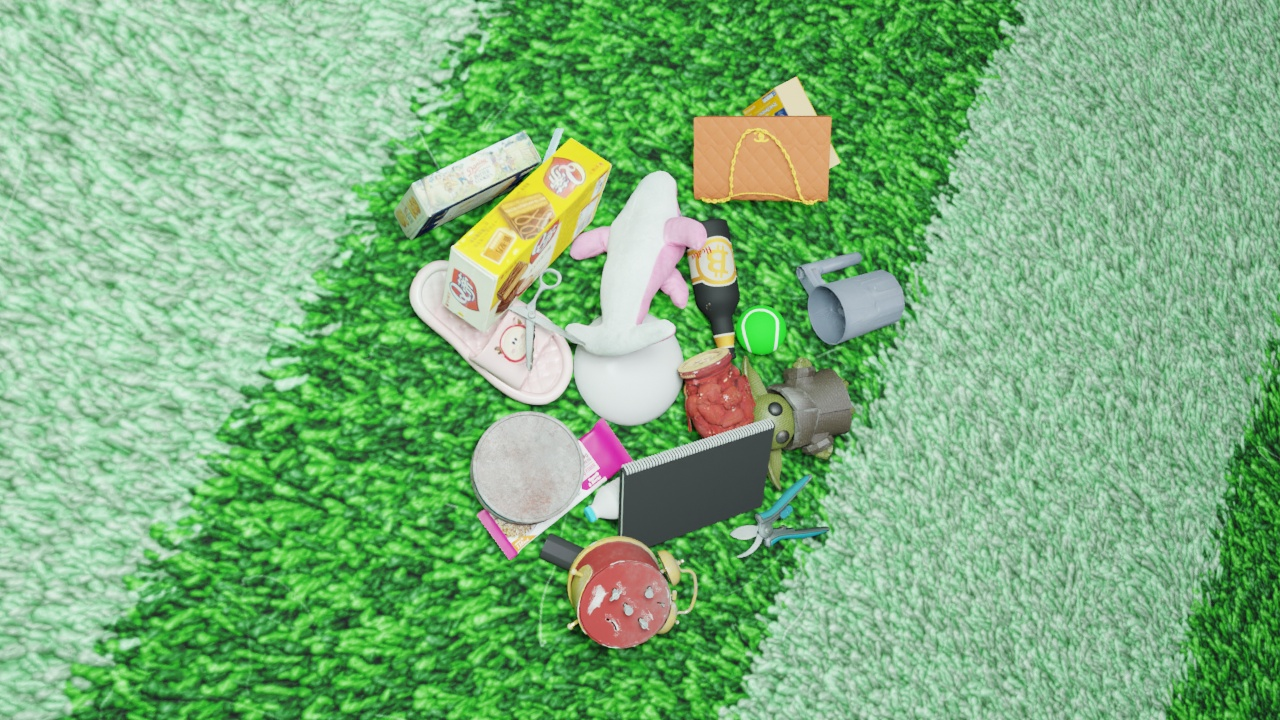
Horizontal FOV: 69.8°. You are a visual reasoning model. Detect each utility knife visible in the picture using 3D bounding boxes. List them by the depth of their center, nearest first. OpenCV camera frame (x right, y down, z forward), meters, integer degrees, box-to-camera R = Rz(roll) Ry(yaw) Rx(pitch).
[{"bbox_3d":[-0.127,-0.219,1.145,0.022,0.015,0.165,23,80,-19],"label":"utility knife"}]

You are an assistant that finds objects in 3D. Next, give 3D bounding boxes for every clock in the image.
[{"bbox_3d":[-0.007,0.280,1.091,0.158,0.081,0.117,2,102,-14],"label":"clock"}]

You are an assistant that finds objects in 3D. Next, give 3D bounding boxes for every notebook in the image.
[{"bbox_3d":[0.069,0.157,1.138,0.206,0.016,0.149,-15,131,-21],"label":"notebook"}]

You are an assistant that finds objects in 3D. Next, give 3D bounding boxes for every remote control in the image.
[{"bbox_3d":[-0.056,0.255,1.130,0.146,0.015,0.033,28,76,-16],"label":"remote control"}]

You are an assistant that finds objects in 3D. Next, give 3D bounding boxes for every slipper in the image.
[{"bbox_3d":[-0.173,-0.037,1.091,0.221,0.056,0.106,38,71,-13],"label":"slipper"}]

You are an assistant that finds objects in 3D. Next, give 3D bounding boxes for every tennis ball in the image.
[{"bbox_3d":[0.159,-0.040,1.212,0.065,0.065,0.065,2,84,-21],"label":"tennis ball"}]

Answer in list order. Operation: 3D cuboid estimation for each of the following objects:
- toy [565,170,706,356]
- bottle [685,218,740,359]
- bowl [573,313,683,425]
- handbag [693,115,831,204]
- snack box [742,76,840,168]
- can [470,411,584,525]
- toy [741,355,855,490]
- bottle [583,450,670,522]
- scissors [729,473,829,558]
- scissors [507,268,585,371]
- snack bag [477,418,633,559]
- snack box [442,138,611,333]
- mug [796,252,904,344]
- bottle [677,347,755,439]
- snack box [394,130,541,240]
[{"bbox_3d":[0.011,-0.109,1.136,0.128,0.187,0.265,47,51,-45],"label":"toy"},{"bbox_3d":[0.099,-0.090,1.197,0.059,0.059,0.181,-9,89,-22],"label":"bottle"},{"bbox_3d":[-0.007,0.007,1.156,0.149,0.043,0.149,2,84,-21],"label":"bowl"},{"bbox_3d":[0.156,-0.258,1.182,0.172,0.060,0.109,3,108,12],"label":"handbag"},{"bbox_3d":[0.203,-0.303,1.240,0.040,0.088,0.126,-31,96,-21],"label":"snack box"},{"bbox_3d":[-0.134,0.128,1.084,0.130,0.044,0.129,3,75,-14],"label":"can"},{"bbox_3d":[0.211,0.068,1.215,0.152,0.078,0.179,-16,94,-21],"label":"toy"},{"bbox_3d":[-0.008,0.160,1.141,0.136,0.044,0.044,-28,95,-21],"label":"bottle"},{"bbox_3d":[0.194,0.218,1.226,0.124,0.019,0.155,38,79,-17],"label":"scissors"},{"bbox_3d":[-0.141,-0.060,1.069,0.175,0.014,0.141,24,57,-5],"label":"scissors"},{"bbox_3d":[-0.101,0.155,1.122,0.196,0.016,0.070,-37,97,-20],"label":"snack bag"},{"bbox_3d":[-0.128,-0.146,1.049,0.061,0.110,0.229,35,55,5],"label":"snack box"},{"bbox_3d":[0.287,-0.091,1.266,0.103,0.084,0.124,-17,64,-22],"label":"mug"},{"bbox_3d":[0.095,0.047,1.163,0.098,0.099,0.111,-28,103,-21],"label":"bottle"},{"bbox_3d":[-0.200,-0.197,1.047,0.144,0.145,0.042,-31,98,-21],"label":"snack box"}]
